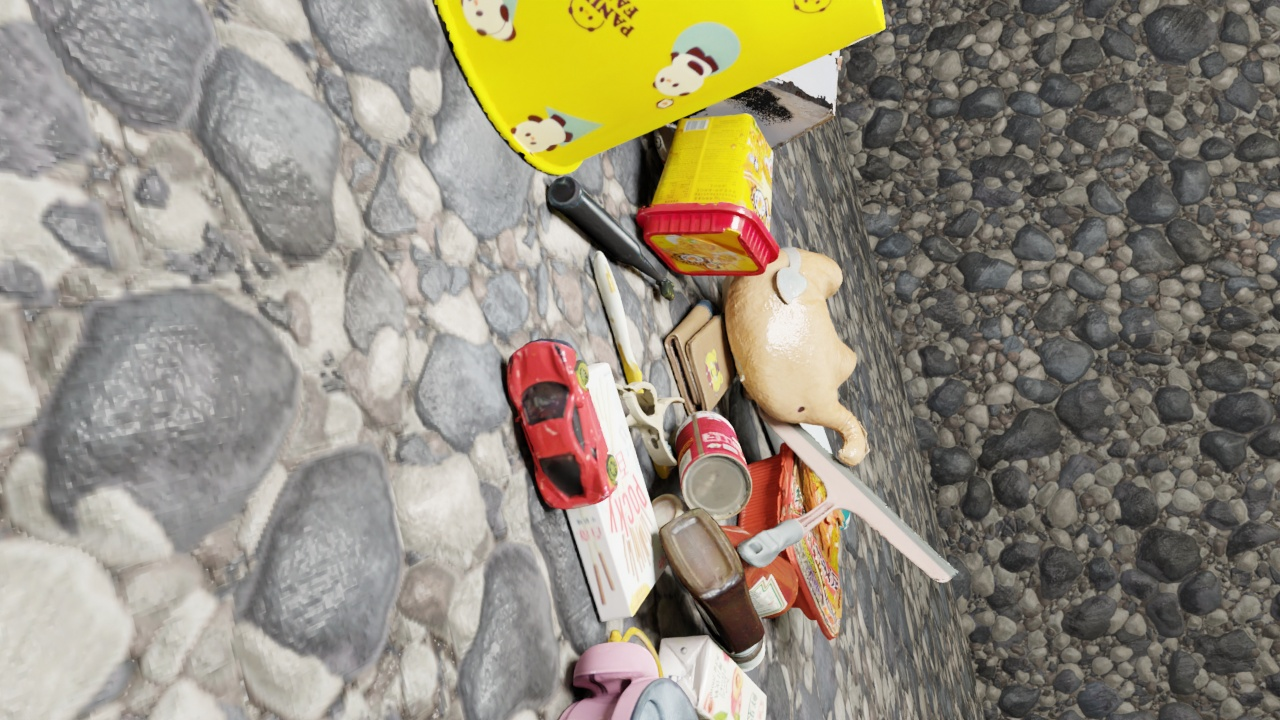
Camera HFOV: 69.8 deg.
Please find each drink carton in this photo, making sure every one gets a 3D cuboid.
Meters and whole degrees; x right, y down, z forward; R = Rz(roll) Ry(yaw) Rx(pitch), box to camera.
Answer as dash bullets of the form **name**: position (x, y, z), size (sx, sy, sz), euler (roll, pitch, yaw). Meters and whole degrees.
- **drink carton**: position (0.053, 0.254, 0.687), size (0.122, 0.046, 0.053), euler (54, 36, -43)

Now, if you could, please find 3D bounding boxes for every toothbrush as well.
- **toothbrush**: position (-0.004, 0.004, 0.732), size (0.018, 0.016, 0.191), euler (-25, 103, -42)
- **toothbrush**: position (-0.014, -0.092, 0.757), size (0.212, 0.026, 0.027), euler (35, 36, -60)

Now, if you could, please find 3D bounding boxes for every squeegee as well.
- **squeegee**: position (0.139, 0.144, 0.807), size (0.247, 0.040, 0.249), euler (45, 27, 20)

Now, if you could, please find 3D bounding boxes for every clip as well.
- **clip**: position (0.003, 0.037, 0.694), size (0.097, 0.034, 0.061), euler (35, 56, -51)

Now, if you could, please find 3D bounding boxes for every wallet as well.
- **wallet**: position (0.060, -0.003, 0.885), size (0.115, 0.033, 0.090), euler (-44, 119, -62)

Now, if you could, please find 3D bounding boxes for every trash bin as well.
- **trash bin**: position (0.020, -0.276, 0.637), size (0.229, 0.256, 0.229), euler (-13, 90, -69)

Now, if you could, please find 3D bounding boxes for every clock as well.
- **clock**: position (-0.004, 0.233, 0.540), size (0.117, 0.060, 0.158), euler (60, 28, -34)

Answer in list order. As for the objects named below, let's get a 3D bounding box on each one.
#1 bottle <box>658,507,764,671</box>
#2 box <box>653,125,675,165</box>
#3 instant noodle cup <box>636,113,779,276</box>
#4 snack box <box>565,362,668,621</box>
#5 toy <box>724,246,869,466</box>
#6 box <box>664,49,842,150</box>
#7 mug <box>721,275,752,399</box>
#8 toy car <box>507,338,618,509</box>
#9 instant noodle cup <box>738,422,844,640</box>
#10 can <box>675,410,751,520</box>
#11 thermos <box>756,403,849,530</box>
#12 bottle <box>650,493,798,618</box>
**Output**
- **bottle**: position (0.063, 0.185, 0.694), size (0.080, 0.044, 0.195), euler (56, -7, 39)
- **box**: position (0.044, -0.239, 0.981), size (0.075, 0.081, 0.163), euler (41, 30, -5)
- **instant noodle cup**: position (0.070, -0.154, 0.854), size (0.116, 0.116, 0.123), euler (38, 59, -58)
- **snack box**: position (-0.025, 0.086, 0.622), size (0.084, 0.027, 0.157), euler (-35, 109, -68)
- **toy**: position (0.157, 0.000, 0.910), size (0.083, 0.143, 0.226), euler (168, -91, -73)
- **box**: position (0.088, -0.321, 0.842), size (0.183, 0.157, 0.192), euler (12, 77, -26)
- **mug**: position (0.129, -0.031, 1.027), size (0.125, 0.084, 0.103), euler (93, 4, -49)
- **toy car**: position (-0.050, 0.039, 0.555), size (0.031, 0.049, 0.106), euler (-38, 114, -69)
- **instant noodle cup**: position (0.157, 0.175, 0.953), size (0.188, 0.079, 0.164), euler (-74, 144, -50)
- **can**: position (0.057, 0.081, 0.744), size (0.132, 0.053, 0.053), euler (-90, 163, -79)
- **thermos**: position (0.199, 0.116, 1.115), size (0.073, 0.073, 0.224), euler (-68, 140, -56)
- **bottle**: position (0.069, 0.164, 0.771), size (0.206, 0.060, 0.059), euler (42, 39, -46)
